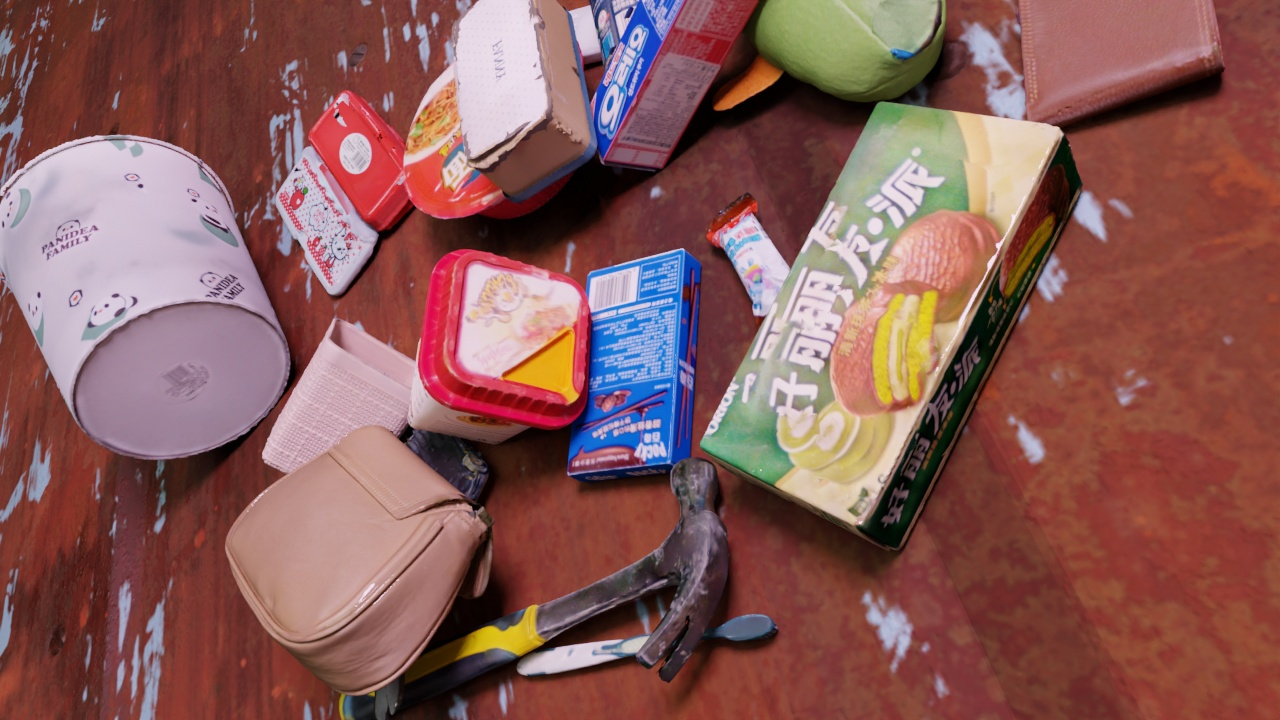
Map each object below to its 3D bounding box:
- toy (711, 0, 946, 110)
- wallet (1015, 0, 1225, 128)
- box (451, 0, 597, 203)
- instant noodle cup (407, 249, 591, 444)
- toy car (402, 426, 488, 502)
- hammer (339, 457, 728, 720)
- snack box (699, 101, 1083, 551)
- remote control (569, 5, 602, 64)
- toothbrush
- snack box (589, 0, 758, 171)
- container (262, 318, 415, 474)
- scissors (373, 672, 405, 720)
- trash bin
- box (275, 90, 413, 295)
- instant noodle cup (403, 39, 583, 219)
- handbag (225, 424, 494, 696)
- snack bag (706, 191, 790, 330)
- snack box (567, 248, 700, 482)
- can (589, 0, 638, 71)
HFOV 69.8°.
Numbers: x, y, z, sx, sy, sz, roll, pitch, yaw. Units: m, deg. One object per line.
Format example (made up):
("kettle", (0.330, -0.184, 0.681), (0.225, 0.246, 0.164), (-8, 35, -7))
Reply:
("toy", (0.122, -0.265, 0.632), (0.228, 0.089, 0.246), (-48, 54, 28))
("wallet", (0.273, -0.199, 0.533), (0.101, 0.032, 0.124), (-10, 63, 35))
("box", (-0.090, -0.205, 0.693), (0.090, 0.059, 0.184), (-25, 58, 25))
("instant noodle cup", (-0.107, 0.000, 0.648), (0.124, 0.116, 0.116), (-38, 44, 54))
("toy car", (-0.148, 0.076, 0.703), (0.049, 0.031, 0.105), (-50, 47, 10))
("hammer", (-0.081, 0.178, 0.594), (0.324, 0.032, 0.126), (-30, 36, 25))
("snack box", (0.141, -0.024, 0.521), (0.114, 0.063, 0.240), (25, 85, 41))
("remote control", (-0.053, -0.286, 0.812), (0.136, 0.020, 0.055), (-2, 69, 33))
("toothbrush", (-0.002, 0.176, 0.563), (0.192, 0.018, 0.016), (-20, 56, 30))
("snack box", (0.027, -0.228, 0.642), (0.208, 0.058, 0.057), (-56, 44, 43))
("container", (-0.236, 0.041, 0.734), (0.111, 0.090, 0.090), (-56, 20, 5))
("scissors", (-0.168, 0.174, 0.651), (0.139, 0.019, 0.180), (-43, 33, 5))
("trash bin", (-0.470, -0.054, 0.884), (0.230, 0.229, 0.252), (-48, 56, 8))
("box", (-0.302, -0.174, 0.929), (0.158, 0.038, 0.201), (-48, 51, 8))
("instant noodle cup", (-0.112, -0.194, 0.783), (0.194, 0.066, 0.193), (-15, 62, 30))
("handbag", (-0.188, 0.130, 0.622), (0.147, 0.100, 0.205), (-44, 36, -17))
("snack bag", (0.078, -0.064, 0.611), (0.045, 0.026, 0.105), (-35, 55, 14))
("snack box", (-0.004, 0.004, 0.636), (0.085, 0.026, 0.157), (-11, 63, 33))
("can", (-0.001, -0.276, 0.723), (0.075, 0.075, 0.111), (-22, 69, 26))
